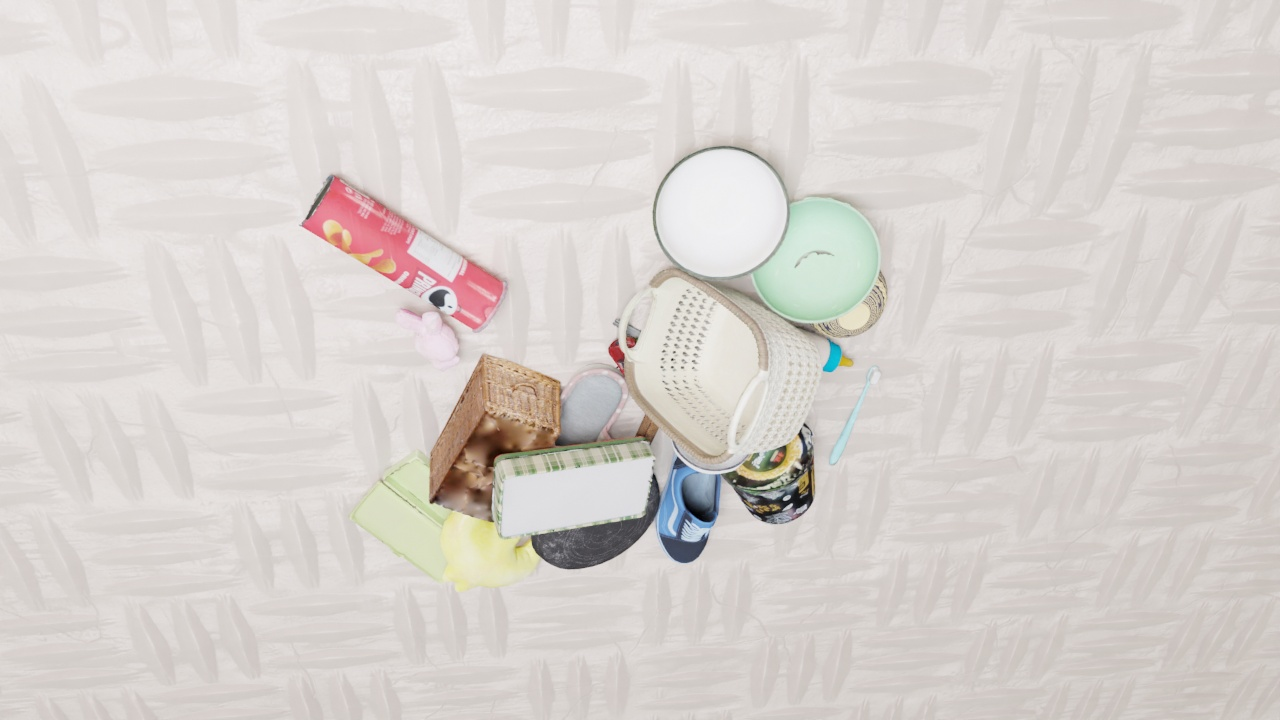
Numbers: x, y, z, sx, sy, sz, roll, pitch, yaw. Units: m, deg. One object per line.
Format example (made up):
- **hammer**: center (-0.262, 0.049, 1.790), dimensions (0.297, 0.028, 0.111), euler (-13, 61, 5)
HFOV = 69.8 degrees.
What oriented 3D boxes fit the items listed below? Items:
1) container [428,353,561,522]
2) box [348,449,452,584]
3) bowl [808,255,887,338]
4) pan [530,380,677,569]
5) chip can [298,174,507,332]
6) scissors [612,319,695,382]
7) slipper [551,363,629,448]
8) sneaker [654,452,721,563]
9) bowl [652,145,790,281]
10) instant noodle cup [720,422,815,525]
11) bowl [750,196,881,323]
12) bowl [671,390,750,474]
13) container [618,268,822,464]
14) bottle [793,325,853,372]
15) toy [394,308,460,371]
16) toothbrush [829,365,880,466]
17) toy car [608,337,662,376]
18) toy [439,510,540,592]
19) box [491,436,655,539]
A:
- **container**: center (-0.192, 0.107, 1.203), dimensions (0.113, 0.112, 0.199), euler (21, 119, -21)
- **box**: center (-0.305, 0.224, 1.314), dimensions (0.141, 0.044, 0.187), euler (-45, 122, -2)
- **bowl**: center (0.262, -0.072, 1.163), dimensions (0.112, 0.061, 0.113), euler (-3, 126, -5)
- **pan**: center (-0.025, 0.169, 1.270), dimensions (0.207, 0.040, 0.358), euler (2, 128, -38)
- **chip can**: center (-0.269, -0.120, 1.056), dimensions (0.233, 0.073, 0.073), euler (33, 115, -26)
- **scissors**: center (0.040, -0.016, 1.203), dimensions (0.095, 0.014, 0.170), euler (-23, 127, 19)
- **slipper**: center (-0.094, 0.122, 1.261), dimensions (0.114, 0.054, 0.275), euler (16, 122, -17)
- **sneaker**: center (0.070, 0.227, 1.329), dimensions (0.083, 0.098, 0.242), euler (1, 125, -7)
- **bowl**: center (0.091, -0.173, 1.052), dimensions (0.153, 0.072, 0.153), euler (1, 112, 2)
- **instant noodle cup**: center (0.185, 0.156, 1.281), dimensions (0.137, 0.137, 0.112), euler (-19, 135, 6)
- **bowl**: center (0.210, -0.112, 1.099), dimensions (0.151, 0.151, 0.077), euler (-24, 166, 10)
- **bowl**: center (0.095, 0.100, 1.223), dimensions (0.116, 0.116, 0.066), euler (-6, 160, -3)
- **container**: center (0.094, 0.006, 1.088), dimensions (0.142, 0.246, 0.185), euler (3, 116, -37)
- **bottle**: center (0.217, -0.014, 1.205), dimensions (0.146, 0.051, 0.051), euler (16, 122, -17)
- **toy**: center (-0.255, -0.030, 1.125), dimensions (0.063, 0.047, 0.110), euler (17, 155, 21)
- **toothbrush**: center (0.304, 0.083, 1.308), dimensions (0.016, 0.016, 0.181), euler (7, 125, -13)
- **toy car**: center (-0.007, 0.007, 1.198), dimensions (0.042, 0.036, 0.091), euler (-18, 123, 27)
- **toy**: center (-0.218, 0.264, 1.310), dimensions (0.154, 0.064, 0.170), euler (-44, 124, -6)
- **box**: center (-0.085, 0.160, 1.169), dimensions (0.205, 0.050, 0.118), euler (-8, 128, -19)
